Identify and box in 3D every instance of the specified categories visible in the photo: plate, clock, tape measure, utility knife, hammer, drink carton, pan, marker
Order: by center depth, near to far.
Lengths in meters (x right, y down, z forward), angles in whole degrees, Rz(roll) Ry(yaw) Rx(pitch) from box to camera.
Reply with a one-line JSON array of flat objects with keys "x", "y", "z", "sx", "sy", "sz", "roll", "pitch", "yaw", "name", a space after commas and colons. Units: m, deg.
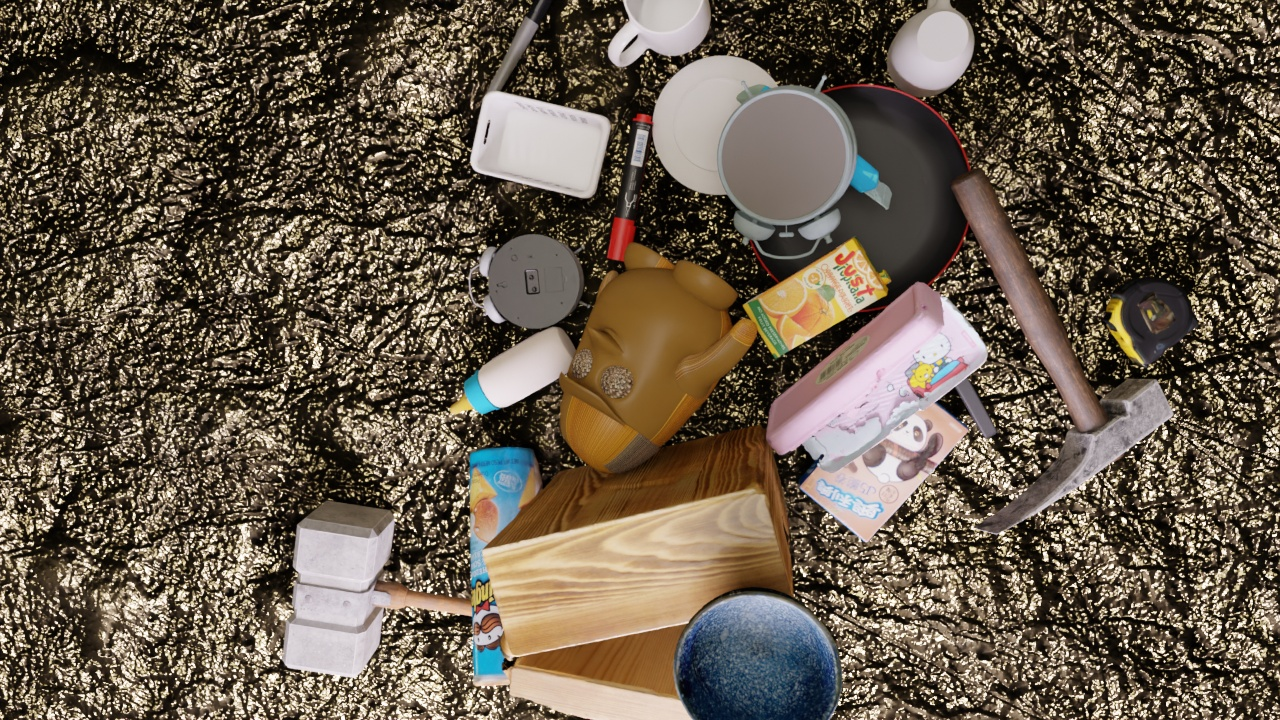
[{"x": 0.331, "y": -0.018, "z": 0.826, "sx": 0.217, "sy": 0.037, "sz": 0.300, "roll": -32, "pitch": 97, "yaw": -13, "name": "hammer"}, {"x": 0.131, "y": -0.171, "z": 0.827, "sx": 0.123, "sy": 0.045, "sz": 0.159, "roll": 2, "pitch": 105, "yaw": 17, "name": "clock"}, {"x": 0.163, "y": -0.198, "z": 0.842, "sx": 0.173, "sy": 0.015, "sz": 0.031, "roll": 40, "pitch": 102, "yaw": 4, "name": "utility knife"}, {"x": 0.163, "y": -0.059, "z": 0.842, "sx": 0.123, "sy": 0.041, "sz": 0.058, "roll": -31, "pitch": 91, "yaw": 20, "name": "drink carton"}, {"x": 0.474, "y": -0.042, "z": 0.856, "sx": 0.071, "sy": 0.042, "sz": 0.072, "roll": -42, "pitch": 87, "yaw": 14, "name": "tape measure"}, {"x": 0.240, "y": -0.088, "z": 0.871, "sx": 0.209, "sy": 0.067, "sz": 0.356, "roll": -30, "pitch": 92, "yaw": 10, "name": "pan"}, {"x": 0.078, "y": -0.232, "z": 0.905, "sx": 0.134, "sy": 0.011, "sz": 0.134, "roll": 1, "pitch": 97, "yaw": 8, "name": "plate"}, {"x": -0.121, "y": -0.318, "z": 0.919, "sx": 0.016, "sy": 0.022, "sz": 0.139, "roll": 30, "pitch": 99, "yaw": -6, "name": "marker"}, {"x": -0.009, "y": -0.172, "z": 0.919, "sx": 0.023, "sy": 0.021, "sz": 0.145, "roll": 16, "pitch": 99, "yaw": 29, "name": "marker"}, {"x": -0.116, "y": -0.080, "z": 0.940, "sx": 0.123, "sy": 0.035, "sz": 0.094, "roll": -4, "pitch": 96, "yaw": 9, "name": "clock"}, {"x": -0.204, "y": 0.260, "z": 0.978, "sx": 0.317, "sy": 0.083, "sz": 0.163, "roll": 9, "pitch": 98, "yaw": -1, "name": "hammer"}]

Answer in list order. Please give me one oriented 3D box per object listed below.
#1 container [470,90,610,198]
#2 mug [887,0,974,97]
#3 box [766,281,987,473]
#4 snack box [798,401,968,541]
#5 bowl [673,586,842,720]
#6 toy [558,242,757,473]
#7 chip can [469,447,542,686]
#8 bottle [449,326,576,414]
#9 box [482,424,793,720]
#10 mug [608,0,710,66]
[{"x": -0.096, "y": -0.213, "z": 0.913, "sx": 0.129, "sy": 0.049, "sz": 0.081, "roll": 15, "pitch": 98, "yaw": 6, "name": "container"}, {"x": 0.267, "y": -0.301, "z": 0.830, "sx": 0.071, "sy": 0.089, "sz": 0.107, "roll": 5, "pitch": 97, "yaw": 7, "name": "mug"}, {"x": 0.215, "y": 0.027, "z": 0.838, "sx": 0.095, "sy": 0.087, "sz": 0.203, "roll": 38, "pitch": 123, "yaw": -12, "name": "box"}, {"x": 0.238, "y": 0.094, "z": 0.909, "sx": 0.087, "sy": 0.034, "sz": 0.151, "roll": 39, "pitch": 101, "yaw": 3, "name": "snack box"}, {"x": 0.082, "y": 0.211, "z": 0.652, "sx": 0.114, "sy": 0.060, "sz": 0.114, "roll": 1, "pitch": 95, "yaw": 7, "name": "bowl"}, {"x": -0.005, "y": 0.005, "z": 0.860, "sx": 0.199, "sy": 0.162, "sz": 0.203, "roll": 26, "pitch": 85, "yaw": 43, "name": "toy"}, {"x": -0.132, "y": 0.205, "z": 0.924, "sx": 0.080, "sy": 0.080, "sz": 0.229, "roll": -6, "pitch": 76, "yaw": 9, "name": "chip can"}, {"x": -0.135, "y": 0.018, "z": 0.945, "sx": 0.146, "sy": 0.051, "sz": 0.051, "roll": -29, "pitch": 92, "yaw": 10, "name": "bottle"}, {"x": 0.012, "y": 0.205, "z": 0.832, "sx": 0.257, "sy": 0.278, "sz": 0.215, "roll": -12, "pitch": 96, "yaw": 10, "name": "box"}, {"x": 0.013, "y": -0.321, "z": 0.864, "sx": 0.110, "sy": 0.090, "sz": 0.074, "roll": -42, "pitch": 89, "yaw": 10, "name": "mug"}]
